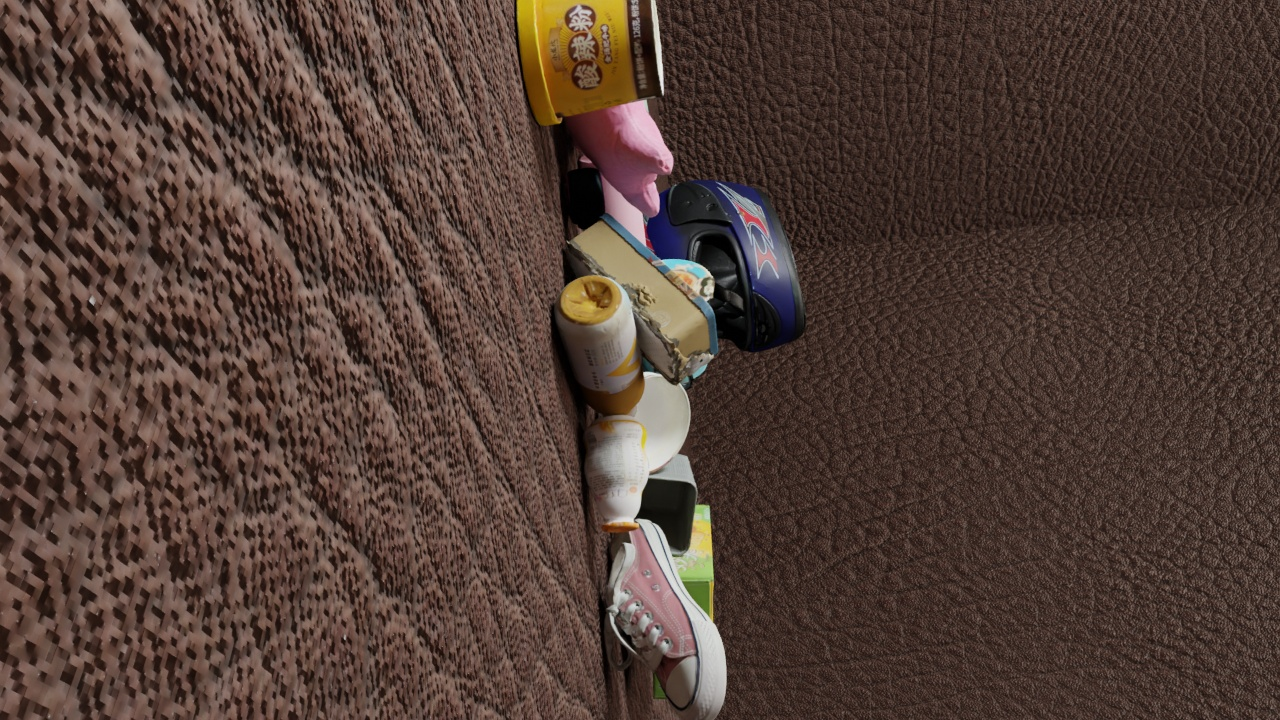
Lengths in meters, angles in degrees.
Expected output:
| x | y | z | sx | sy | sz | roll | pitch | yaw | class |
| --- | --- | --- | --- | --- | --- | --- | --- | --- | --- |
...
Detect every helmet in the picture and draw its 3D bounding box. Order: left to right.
| x | y | z | sx | sy | sz | roll | pitch | yaw | class |
| --- | --- | --- | --- | --- | --- | --- | --- | --- | --- |
| 0.096 | -0.135 | 1.419 | 0.315 | 0.240 | 0.248 | -107 | -175 | -46 | helmet |

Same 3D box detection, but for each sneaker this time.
| x | y | z | sx | sy | sz | roll | pitch | yaw | class |
| --- | --- | --- | --- | --- | --- | --- | --- | --- | --- |
| 0.005 | 0.253 | 0.915 | 0.118 | 0.087 | 0.240 | -63 | -146 | 29 | sneaker |

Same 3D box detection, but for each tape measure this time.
| x | y | z | sx | sy | sz | roll | pitch | yaw | class |
| --- | --- | --- | --- | --- | --- | --- | --- | --- | --- |
| -0.058 | -0.164 | 0.921 | 0.057 | 0.039 | 0.058 | -104 | -171 | -47 | tape measure |

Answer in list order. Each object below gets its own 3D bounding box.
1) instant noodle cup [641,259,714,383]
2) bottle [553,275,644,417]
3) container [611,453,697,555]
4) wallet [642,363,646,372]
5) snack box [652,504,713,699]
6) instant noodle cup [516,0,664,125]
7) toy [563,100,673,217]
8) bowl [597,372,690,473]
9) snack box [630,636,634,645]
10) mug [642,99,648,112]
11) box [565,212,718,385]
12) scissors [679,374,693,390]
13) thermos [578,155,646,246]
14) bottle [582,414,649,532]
| x | y | z | sx | sy | sz | roll | pitch | yaw | class |
| --- | --- | --- | --- | --- | --- | --- | --- | --- | --- |
| 0.037 | -0.039 | 1.082 | 0.111 | 0.111 | 0.121 | -89 | 172 | -49 | instant noodle cup |
| -0.033 | -0.001 | 0.863 | 0.190 | 0.068 | 0.067 | 78 | 9 | -55 | bottle |
| 0.016 | 0.160 | 1.077 | 0.114 | 0.090 | 0.090 | -85 | -178 | -77 | container |
| -0.007 | 0.007 | 1.124 | 0.121 | 0.019 | 0.097 | 50 | 18 | -17 | wallet |
| 0.052 | 0.284 | 1.109 | 0.209 | 0.070 | 0.158 | -76 | 165 | -76 | snack box |
| -0.041 | -0.272 | 0.804 | 0.118 | 0.114 | 0.118 | -3 | 88 | -85 | instant noodle cup |
| -0.025 | -0.237 | 0.922 | 0.194 | 0.074 | 0.179 | 49 | -18 | 31 | toy |
| -0.006 | 0.064 | 1.023 | 0.062 | 0.113 | 0.113 | 19 | -55 | 47 | bowl |
| 0.006 | 0.314 | 1.198 | 0.157 | 0.026 | 0.084 | 50 | 35 | -82 | snack box |
| -0.038 | -0.323 | 1.022 | 0.112 | 0.082 | 0.106 | -141 | -138 | -82 | mug |
| -0.004 | -0.064 | 0.889 | 0.184 | 0.060 | 0.090 | 48 | -16 | 28 | box |
| -0.005 | -0.024 | 1.024 | 0.014 | 0.159 | 0.182 | -62 | 177 | -47 | scissors |
| -0.017 | -0.149 | 1.097 | 0.067 | 0.087 | 0.199 | -130 | -152 | -63 | thermos |
| -0.023 | 0.109 | 0.882 | 0.063 | 0.063 | 0.108 | 70 | 15 | -70 | bottle |
